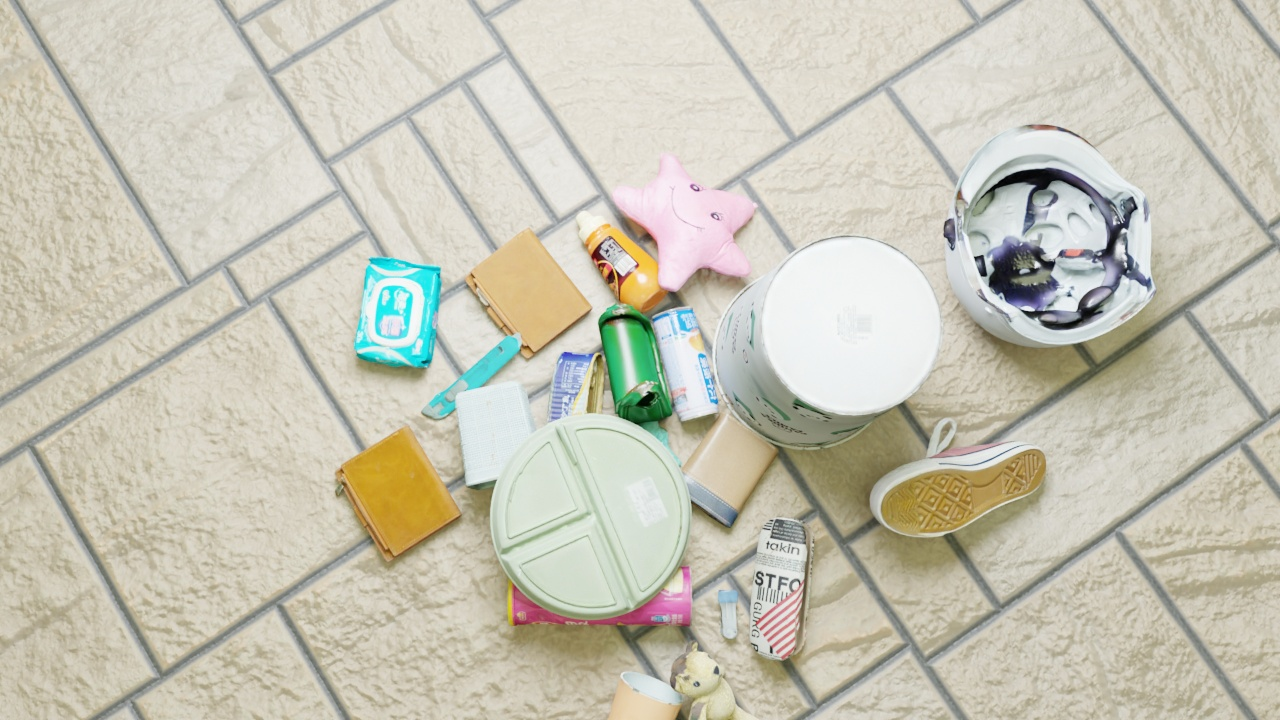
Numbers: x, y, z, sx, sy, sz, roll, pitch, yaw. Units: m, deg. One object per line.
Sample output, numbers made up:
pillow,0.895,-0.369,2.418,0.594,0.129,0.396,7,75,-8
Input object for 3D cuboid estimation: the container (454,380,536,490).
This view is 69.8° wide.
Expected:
container,-0.166,0.089,1.088,0.090,0.090,0.111,-12,79,-2

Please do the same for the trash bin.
trash bin,0.204,-0.019,1.019,0.229,0.252,0.229,0,83,0

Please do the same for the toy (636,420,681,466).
toy,0.003,0.107,1.106,0.096,0.030,0.091,46,64,-5

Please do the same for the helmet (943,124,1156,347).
helmet,0.464,-0.131,1.089,0.229,0.146,0.258,-11,74,-3

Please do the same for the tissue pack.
tissue pack,-0.296,-0.059,1.126,0.093,0.050,0.133,5,82,2

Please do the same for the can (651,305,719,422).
can,0.055,0.005,1.115,0.053,0.053,0.134,-14,82,-2

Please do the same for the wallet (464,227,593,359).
wallet,-0.140,-0.083,1.138,0.108,0.031,0.132,-39,87,-4

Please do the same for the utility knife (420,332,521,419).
utility knife,-0.205,0.020,1.123,0.158,0.013,0.029,-41,89,5

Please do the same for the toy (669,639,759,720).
toy,0.093,0.391,1.041,0.157,0.066,0.104,50,40,-14

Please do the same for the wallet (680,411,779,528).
wallet,0.102,0.132,1.110,0.090,0.033,0.115,34,82,2

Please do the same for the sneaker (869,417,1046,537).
sneaker,0.360,0.140,1.082,0.240,0.088,0.118,-13,105,-22

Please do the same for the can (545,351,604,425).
can,-0.078,0.063,1.096,0.049,0.074,0.148,4,82,12

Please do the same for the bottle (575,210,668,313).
bottle,-0.029,-0.128,1.133,0.066,0.067,0.149,-39,77,-5

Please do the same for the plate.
plate,-0.052,0.173,1.025,0.230,0.027,0.230,1,82,-10

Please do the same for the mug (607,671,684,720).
mug,-0.008,0.430,1.048,0.078,0.078,0.122,22,87,3

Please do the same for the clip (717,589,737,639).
clip,0.105,0.302,1.093,0.026,0.038,0.058,-2,80,-2

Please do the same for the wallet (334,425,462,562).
wallet,-0.298,0.163,1.103,0.119,0.035,0.130,-32,82,-4

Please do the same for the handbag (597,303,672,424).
handbag,-0.006,0.006,1.079,0.068,0.120,0.131,-12,72,-2

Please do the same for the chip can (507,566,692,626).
chip can,-0.046,0.273,1.069,0.210,0.071,0.071,1,82,0

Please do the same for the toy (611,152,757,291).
toy,0.064,-0.179,1.130,0.178,0.075,0.194,-18,69,-24

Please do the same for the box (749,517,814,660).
box,0.169,0.268,1.088,0.075,0.082,0.163,0,82,34
